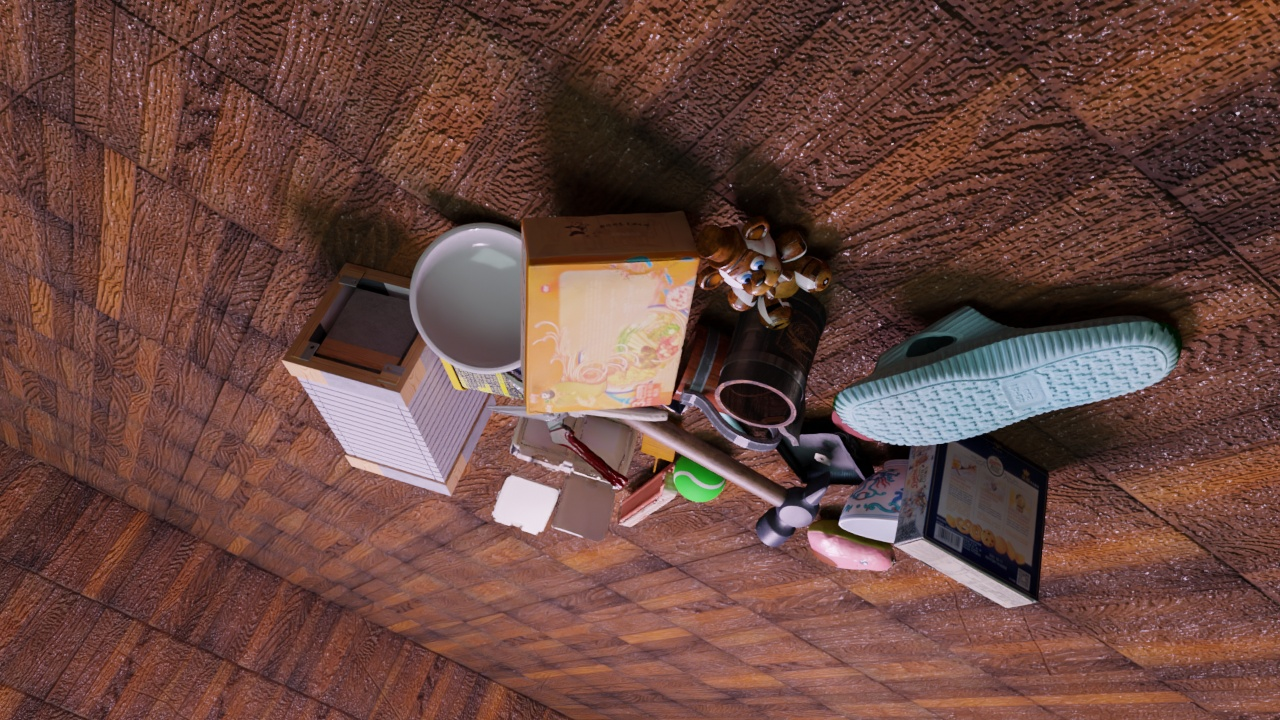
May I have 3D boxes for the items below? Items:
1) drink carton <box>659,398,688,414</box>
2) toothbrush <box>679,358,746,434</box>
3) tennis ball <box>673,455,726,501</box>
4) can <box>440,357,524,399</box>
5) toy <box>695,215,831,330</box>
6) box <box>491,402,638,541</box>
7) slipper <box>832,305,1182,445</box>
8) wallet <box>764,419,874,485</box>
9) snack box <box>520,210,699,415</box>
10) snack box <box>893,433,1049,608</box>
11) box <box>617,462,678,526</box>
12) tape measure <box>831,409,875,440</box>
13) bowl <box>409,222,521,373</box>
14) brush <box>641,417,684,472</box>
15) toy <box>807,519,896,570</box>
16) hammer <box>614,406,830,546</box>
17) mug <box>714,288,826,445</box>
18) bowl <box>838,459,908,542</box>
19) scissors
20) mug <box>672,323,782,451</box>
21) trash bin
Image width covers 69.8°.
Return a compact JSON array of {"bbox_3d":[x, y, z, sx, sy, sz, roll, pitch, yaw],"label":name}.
[{"bbox_3d":[-0.006,0.006,0.971,0.130,0.040,0.064,33,176,-19],"label":"drink carton"},{"bbox_3d":[0.088,0.048,1.023,0.016,0.016,0.180,32,166,47],"label":"toothbrush"},{"bbox_3d":[0.073,0.140,1.125,0.065,0.065,0.065,16,149,10],"label":"tennis ball"},{"bbox_3d":[-0.160,-0.019,1.019,0.104,0.075,0.135,11,147,14],"label":"can"},{"bbox_3d":[0.095,-0.079,0.764,0.112,0.067,0.087,16,126,-44],"label":"toy"},{"bbox_3d":[-0.082,0.116,1.070,0.143,0.180,0.081,17,151,-5],"label":"box"},{"bbox_3d":[0.302,0.007,0.781,0.277,0.069,0.116,-16,135,26],"label":"slipper"},{"bbox_3d":[0.201,0.104,1.025,0.089,0.026,0.115,-4,141,37],"label":"wallet"},{"bbox_3d":[-0.035,-0.044,0.837,0.145,0.080,0.196,-4,139,-11],"label":"snack box"},{"bbox_3d":[0.326,0.145,0.896,0.144,0.144,0.043,30,147,-13],"label":"snack box"},{"bbox_3d":[0.020,0.185,1.242,0.067,0.056,0.188,-3,158,-23],"label":"box"},{"bbox_3d":[0.225,0.061,0.951,0.051,0.019,0.059,14,148,13],"label":"tape measure"},{"bbox_3d":[-0.152,-0.064,0.920,0.149,0.150,0.043,23,-169,-1],"label":"bowl"},{"bbox_3d":[0.024,0.105,1.147,0.048,0.017,0.127,18,149,7],"label":"brush"},{"bbox_3d":[0.268,0.235,1.162,0.110,0.051,0.090,4,146,25],"label":"toy"},{"bbox_3d":[0.061,0.099,1.043,0.321,0.040,0.130,30,134,-5],"label":"hammer"},{"bbox_3d":[0.128,0.007,0.844,0.080,0.107,0.116,-9,138,40],"label":"mug"},{"bbox_3d":[0.290,0.150,0.981,0.144,0.074,0.144,10,163,3],"label":"bowl"},{"bbox_3d":[-0.061,0.070,1.011,0.179,0.015,0.198,-21,118,15],"label":"scissors"},{"bbox_3d":[0.092,0.032,0.900,0.111,0.117,0.082,20,135,-3],"label":"mug"},{"bbox_3d":[-0.288,0.028,1.103,0.142,0.142,0.247,14,148,13],"label":"trash bin"}]
